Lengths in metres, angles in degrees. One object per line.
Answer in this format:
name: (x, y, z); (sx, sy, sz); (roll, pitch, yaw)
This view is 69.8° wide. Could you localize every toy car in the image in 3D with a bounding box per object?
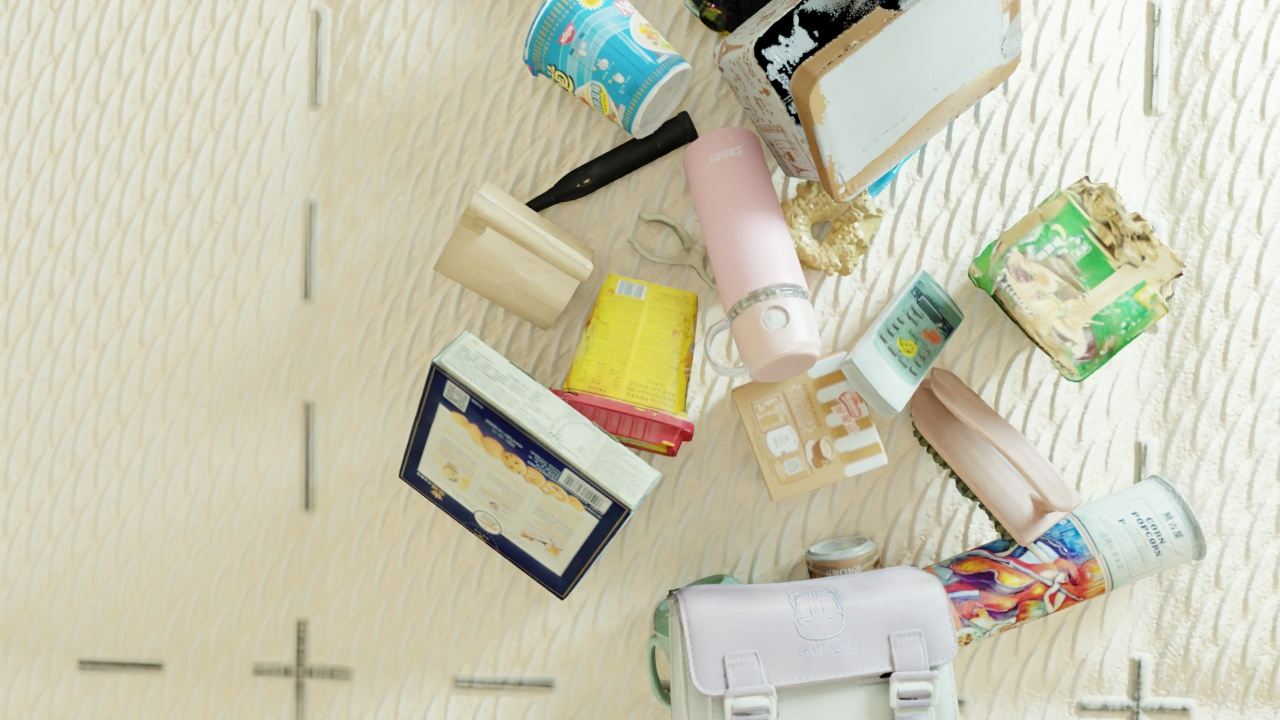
toy car: (0.109, -0.280, 0.748); (0.156, 0.041, 0.071); (31, 94, -1)

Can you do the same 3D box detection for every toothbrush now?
toothbrush: (-0.051, -0.150, 0.776); (0.213, 0.027, 0.026); (-26, 103, 7)

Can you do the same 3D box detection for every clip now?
clip: (0.034, -0.082, 0.767); (0.103, 0.034, 0.076); (34, 92, -4)

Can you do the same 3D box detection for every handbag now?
handbag: (0.122, 0.230, 0.663); (0.197, 0.098, 0.145); (-3, 81, -6)

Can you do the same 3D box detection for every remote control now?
remote control: (0.206, -0.015, 0.714); (0.056, 0.019, 0.134); (48, 55, -3)

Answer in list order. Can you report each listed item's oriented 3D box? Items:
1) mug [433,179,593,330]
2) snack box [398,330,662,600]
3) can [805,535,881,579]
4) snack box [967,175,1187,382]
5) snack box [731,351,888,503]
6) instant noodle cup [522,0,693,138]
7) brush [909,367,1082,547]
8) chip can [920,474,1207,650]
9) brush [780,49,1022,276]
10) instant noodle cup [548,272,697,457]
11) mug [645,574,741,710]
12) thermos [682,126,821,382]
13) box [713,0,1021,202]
mug: (-0.096, -0.086, 0.725); (0.103, 0.125, 0.084); (31, 75, -13)
snack box: (-0.096, 0.090, 0.720); (0.178, 0.183, 0.045); (36, 50, 4)
can: (0.173, 0.206, 0.744); (0.058, 0.058, 0.116); (-12, 90, 6)
snack box: (0.320, -0.061, 0.701); (0.117, 0.105, 0.118); (-41, 86, 7)
snack box: (0.133, 0.051, 0.736); (0.094, 0.077, 0.092); (-20, 88, 6)
instant noodle cup: (-0.021, -0.237, 0.730); (0.110, 0.099, 0.099); (41, 95, 8)
brush: (0.268, 0.069, 0.710); (0.063, 0.073, 0.145); (-31, 67, -15)
chip can: (0.320, 0.163, 0.723); (0.215, 0.071, 0.071); (-24, 89, 6)
brush: (0.210, -0.166, 0.746); (0.254, 0.046, 0.083); (-45, 83, 1)
instant noodle cup: (-0.004, 0.004, 0.738); (0.116, 0.116, 0.123); (13, 80, 5)
mug: (0.053, 0.242, 0.750); (0.112, 0.082, 0.106); (-26, 89, 23)
thermos: (0.076, -0.079, 0.709); (0.087, 0.067, 0.198); (-14, 68, 6)
box: (0.176, -0.216, 0.660); (0.181, 0.158, 0.148); (-40, 110, -3)
